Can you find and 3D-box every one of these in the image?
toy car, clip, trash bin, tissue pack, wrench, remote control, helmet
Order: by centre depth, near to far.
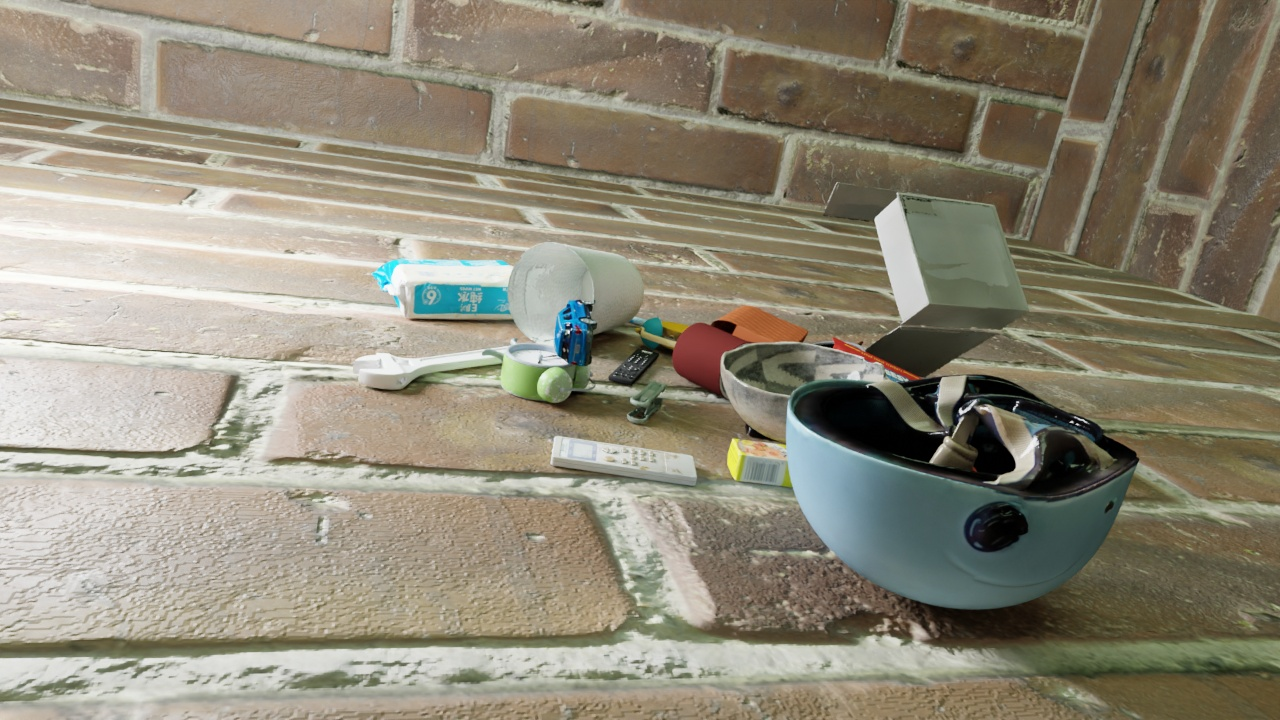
[{"bbox_3d":[0.234,0.101,0.714,0.265,0.167,0.225,8,15,-13],"label":"helmet"},{"bbox_3d":[-0.016,0.094,0.865,0.136,0.011,0.050,9,17,-4],"label":"remote control"},{"bbox_3d":[0.007,0.046,1.003,0.023,0.045,0.076,14,18,16],"label":"clip"},{"bbox_3d":[-0.073,-0.034,1.020,0.043,0.056,0.120,7,19,-7],"label":"toy car"},{"bbox_3d":[-0.206,0.000,1.050,0.066,0.018,0.272,23,20,36],"label":"wrench"},{"bbox_3d":[-0.007,0.007,1.151,0.030,0.009,0.139,13,17,11],"label":"remote control"},{"bbox_3d":[-0.078,-0.092,1.240,0.133,0.133,0.161,19,14,26],"label":"trash bin"},{"bbox_3d":[-0.254,-0.099,1.257,0.209,0.066,0.117,0,21,-26],"label":"tissue pack"}]

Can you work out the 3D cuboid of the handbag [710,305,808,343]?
[{"bbox_3d":[0.156,-0.028,1.247,0.109,0.060,0.171,29,17,11],"label":"handbag"}]

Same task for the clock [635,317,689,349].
[{"bbox_3d":[0.054,-0.030,1.254,0.099,0.044,0.129,18,12,24],"label":"clock"}]

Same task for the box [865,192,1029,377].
[{"bbox_3d":[0.369,-0.026,1.257,0.167,0.381,0.171,3,35,-23],"label":"box"}]

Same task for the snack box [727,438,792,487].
[{"bbox_3d":[0.161,0.105,0.898,0.148,0.029,0.040,8,18,-8],"label":"snack box"}]

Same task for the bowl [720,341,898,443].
[{"bbox_3d":[0.166,0.043,0.948,0.178,0.081,0.178,5,17,-2],"label":"bowl"}]

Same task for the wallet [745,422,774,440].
[{"bbox_3d":[0.162,0.061,1.045,0.089,0.026,0.114,9,17,1],"label":"wallet"}]

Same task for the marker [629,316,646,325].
[{"bbox_3d":[0.025,-0.051,1.350,0.142,0.013,0.013,16,18,18],"label":"marker"}]

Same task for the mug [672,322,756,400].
[{"bbox_3d":[0.105,-0.005,1.128,0.105,0.073,0.082,-22,33,-35],"label":"mug"}]

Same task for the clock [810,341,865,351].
[{"bbox_3d":[0.239,0.018,1.162,0.104,0.056,0.147,-2,20,16],"label":"clock"}]

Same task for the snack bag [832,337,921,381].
[{"bbox_3d":[0.277,0.042,1.080,0.131,0.039,0.143,25,39,0],"label":"snack bag"}]

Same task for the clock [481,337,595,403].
[{"bbox_3d":[-0.106,0.014,1.018,0.119,0.043,0.094,16,19,20],"label":"clock"}]
